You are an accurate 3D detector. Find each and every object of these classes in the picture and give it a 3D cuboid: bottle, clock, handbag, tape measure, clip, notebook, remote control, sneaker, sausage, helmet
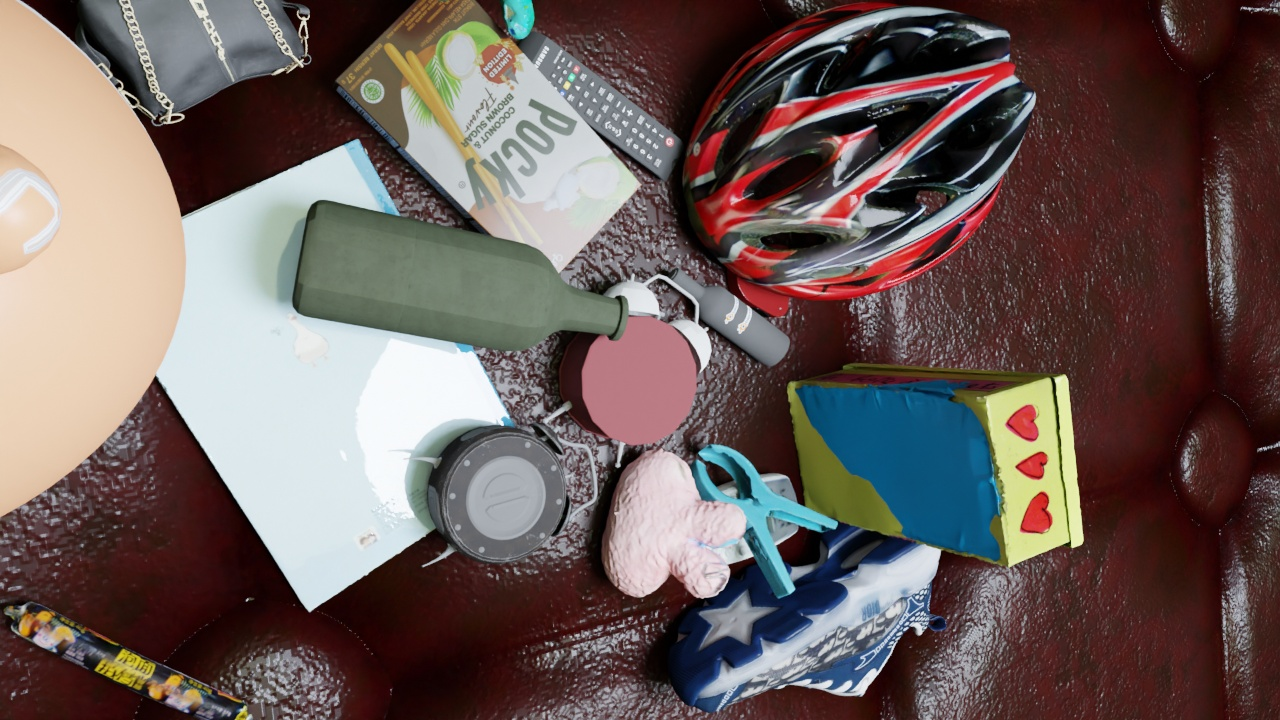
[{"bbox_3d":[-0.108,-0.045,0.583,0.206,0.071,0.071,10,87,-21],"label":"bottle"},{"bbox_3d":[-0.004,0.004,0.671,0.096,0.048,0.137,34,77,-24],"label":"clock"},{"bbox_3d":[-0.258,-0.193,0.541,0.128,0.054,0.079,-33,117,-25],"label":"handbag"},{"bbox_3d":[0.095,-0.064,0.735,0.051,0.019,0.059,1,91,-27],"label":"tape measure"},{"bbox_3d":[0.080,0.119,0.691,0.120,0.027,0.103,45,55,2],"label":"clip"},{"bbox_3d":[0.066,-0.037,0.715,0.113,0.030,0.030,34,77,-24],"label":"bottle"},{"bbox_3d":[-0.198,0.009,0.595,0.180,0.009,0.253,-32,105,-23],"label":"notebook"},{"bbox_3d":[0.073,0.127,0.726,0.114,0.028,0.060,-13,98,-26],"label":"remote control"},{"bbox_3d":[0.147,0.224,0.734,0.268,0.103,0.132,-22,108,-28],"label":"sneaker"},{"bbox_3d":[-0.093,0.088,0.621,0.122,0.044,0.091,-12,98,-27],"label":"clock"},{"bbox_3d":[-0.301,0.184,0.544,0.155,0.020,0.020,38,75,-23],"label":"sausage"},{"bbox_3d":[-0.029,-0.183,0.670,0.146,0.015,0.033,32,83,-24],"label":"remote control"},{"bbox_3d":[0.164,-0.161,0.697,0.271,0.167,0.217,-27,92,-13],"label":"helmet"}]

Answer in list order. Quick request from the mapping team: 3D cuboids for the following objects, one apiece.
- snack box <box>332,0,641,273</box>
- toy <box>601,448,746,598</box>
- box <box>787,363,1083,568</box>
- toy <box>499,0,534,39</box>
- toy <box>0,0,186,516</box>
[{"bbox_3d":[-0.099,-0.150,0.618,0.101,0.032,0.186,-48,111,-8],"label":"snack box"},{"bbox_3d":[0.022,0.124,0.665,0.053,0.105,0.108,28,81,-60],"label":"toy"},{"bbox_3d":[0.211,0.069,0.687,0.079,0.221,0.124,-13,95,-27],"label":"box"},{"bbox_3d":[-0.095,-0.272,0.578,0.130,0.073,0.192,51,33,-11],"label":"toy"},{"bbox_3d":[-0.332,-0.045,0.378,0.262,0.281,0.266,-45,130,-19],"label":"toy"}]
